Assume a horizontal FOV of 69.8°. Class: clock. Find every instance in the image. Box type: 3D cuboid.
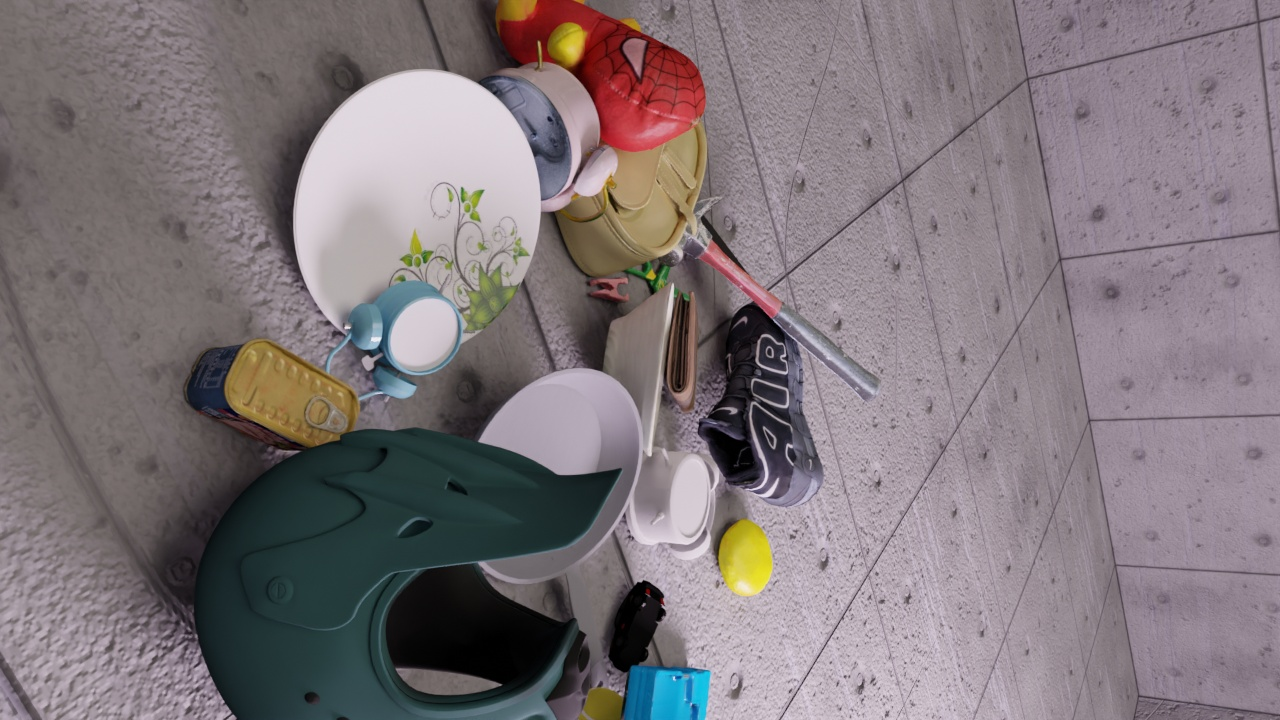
[{"bbox_3d":[-0.083,-0.192,0.822,0.058,0.117,0.158,-45,111,-39],"label":"clock"},{"bbox_3d":[-0.193,-0.014,0.723,0.123,0.042,0.087,-37,130,-25],"label":"clock"},{"bbox_3d":[0.039,0.153,1.000,0.159,0.061,0.119,34,61,-55],"label":"clock"}]

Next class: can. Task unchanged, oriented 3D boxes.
[{"bbox_3d":[-0.253,0.027,0.634,0.100,0.059,0.053,39,57,-42],"label":"can"}]

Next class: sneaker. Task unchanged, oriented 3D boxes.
[{"bbox_3d":[0.119,0.049,1.075,0.150,0.097,0.252,7,67,-46],"label":"sneaker"}]

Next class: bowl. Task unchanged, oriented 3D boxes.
[{"bbox_3d":[-0.005,0.005,0.925,0.176,0.058,0.176,11,87,-87],"label":"bowl"}]

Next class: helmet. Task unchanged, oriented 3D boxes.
[{"bbox_3d":[-0.146,0.140,0.588,0.176,0.275,0.200,-53,142,-74],"label":"helmet"}]

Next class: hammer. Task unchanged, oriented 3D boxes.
[{"bbox_3d":[0.164,-0.067,1.093,0.326,0.037,0.140,39,43,-12],"label":"hammer"}]

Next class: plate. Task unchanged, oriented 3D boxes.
[{"bbox_3d":[-0.179,-0.118,0.746,0.228,0.030,0.230,-21,120,-41],"label":"plate"}]

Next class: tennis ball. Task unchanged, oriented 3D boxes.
[{"bbox_3d":[-0.040,0.344,0.869,0.065,0.065,0.065,8,80,-52],"label":"tennis ball"}]

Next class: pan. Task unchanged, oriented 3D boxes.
[{"bbox_3d":[-0.071,0.170,0.850,0.200,0.051,0.357,-26,123,-35],"label":"pan"}]

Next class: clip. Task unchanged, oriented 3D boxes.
[{"bbox_3d":[-0.031,-0.071,0.965,0.060,0.023,0.044,-37,113,-54],"label":"clip"}]

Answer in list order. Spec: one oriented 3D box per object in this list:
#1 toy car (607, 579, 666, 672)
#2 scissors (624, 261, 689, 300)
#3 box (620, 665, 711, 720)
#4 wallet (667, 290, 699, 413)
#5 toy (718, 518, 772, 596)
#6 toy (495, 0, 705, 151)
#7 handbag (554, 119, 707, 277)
[{"bbox_3d":[-0.007,0.273,0.944,0.042,0.036,0.091,44,64,-38],"label":"toy car"},{"bbox_3d":[0.019,-0.080,1.036,0.125,0.011,0.130,20,71,-48],"label":"scissors"},{"bbox_3d":[0.039,0.387,0.904,0.243,0.070,0.170,49,20,-65],"label":"box"},{"bbox_3d":[0.051,-0.009,1.032,0.099,0.027,0.121,56,36,-73],"label":"wallet"},{"bbox_3d":[0.129,0.240,1.119,0.095,0.041,0.094,-6,86,-52],"label":"toy"},{"bbox_3d":[-0.033,-0.278,0.857,0.216,0.099,0.147,42,44,11],"label":"toy"},{"bbox_3d":[-0.009,-0.212,0.956,0.191,0.089,0.232,58,45,-26],"label":"handbag"}]
